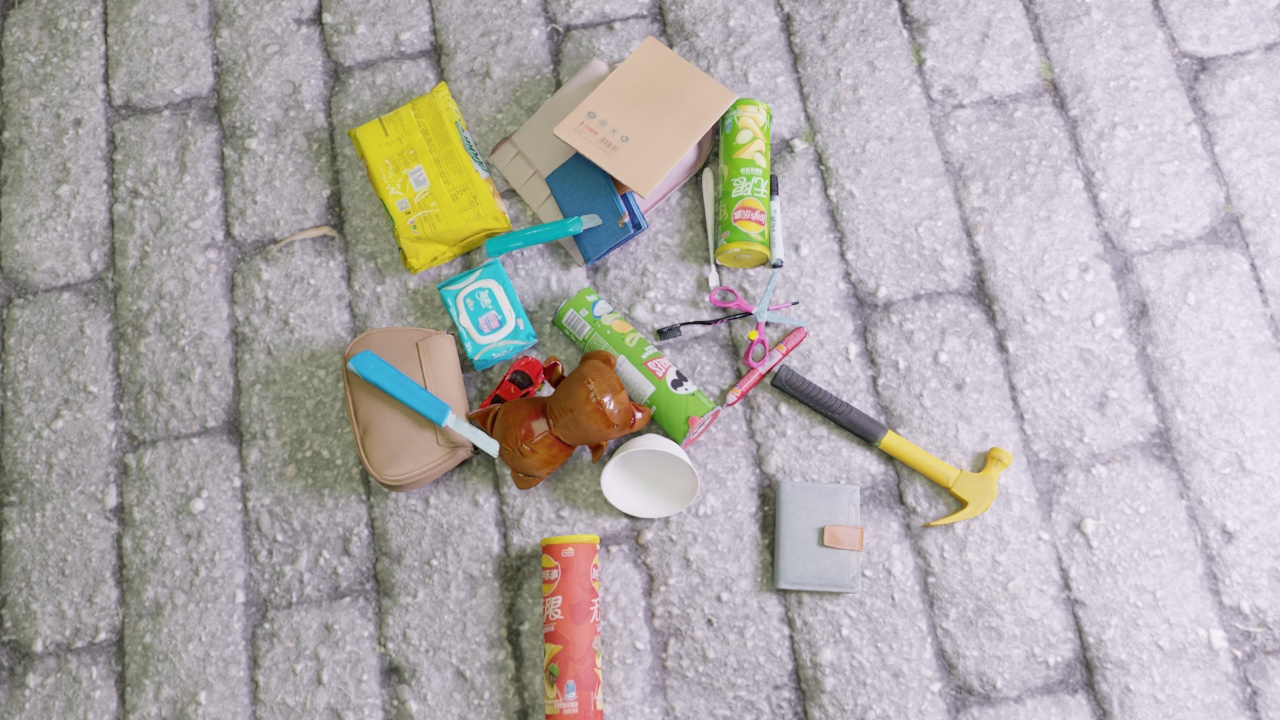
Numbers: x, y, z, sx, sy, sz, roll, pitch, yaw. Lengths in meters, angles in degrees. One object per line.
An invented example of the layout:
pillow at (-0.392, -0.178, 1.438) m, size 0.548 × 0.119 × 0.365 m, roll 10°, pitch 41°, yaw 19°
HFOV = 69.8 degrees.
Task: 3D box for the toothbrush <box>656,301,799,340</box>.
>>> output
toothbrush at (0.114, -0.053, 1.190) m, size 0.189 × 0.014 × 0.017 m, roll -12°, pitch 85°, yaw 1°

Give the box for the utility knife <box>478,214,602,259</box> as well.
utility knife at (-0.131, -0.161, 1.187) m, size 0.176 × 0.013 × 0.029 m, roll -12°, pitch 81°, yaw 16°

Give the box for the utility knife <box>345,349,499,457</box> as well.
utility knife at (-0.256, 0.052, 1.093) m, size 0.218 × 0.018 × 0.034 m, roll 32°, pitch 68°, yaw 11°

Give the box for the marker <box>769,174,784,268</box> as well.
marker at (0.176, -0.184, 1.217) m, size 0.023 × 0.018 × 0.130 m, roll -9°, pitch 73°, yaw 28°

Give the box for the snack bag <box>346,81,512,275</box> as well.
snack bag at (-0.289, -0.247, 1.244) m, size 0.158 × 0.068 × 0.246 m, roll -26°, pitch 76°, yaw -2°

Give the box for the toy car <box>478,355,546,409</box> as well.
toy car at (-0.164, 0.041, 1.180) m, size 0.049 × 0.031 × 0.106 m, roll 36°, pitch 79°, yaw 11°

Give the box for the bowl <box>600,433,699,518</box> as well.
bowl at (0.012, 0.128, 1.118) m, size 0.118 × 0.118 × 0.064 m, roll -1°, pitch 38°, yaw 4°

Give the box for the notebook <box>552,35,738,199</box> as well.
notebook at (0.009, -0.312, 1.165) m, size 0.148 × 0.008 × 0.207 m, roll 37°, pitch 67°, yaw 7°

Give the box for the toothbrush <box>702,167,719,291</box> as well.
toothbrush at (0.094, -0.175, 1.223) m, size 0.016 × 0.016 × 0.180 m, roll -2°, pitch 73°, yaw 2°

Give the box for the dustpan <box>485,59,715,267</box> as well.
dustpan at (-0.034, -0.288, 1.265) m, size 0.274 × 0.138 × 0.222 m, roll -43°, pitch 77°, yaw 22°

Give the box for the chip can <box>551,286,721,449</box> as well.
chip can at (-0.007, 0.007, 1.154) m, size 0.236 × 0.072 × 0.072 m, roll 43°, pitch 83°, yaw 13°

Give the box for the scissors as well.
scissors at (0.148, -0.057, 1.172) m, size 0.134 × 0.017 × 0.133 m, roll 18°, pitch 79°, yaw 10°

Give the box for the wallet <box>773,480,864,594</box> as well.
wallet at (0.215, 0.212, 1.103) m, size 0.106 × 0.037 × 0.129 m, roll 2°, pitch 76°, yaw 6°

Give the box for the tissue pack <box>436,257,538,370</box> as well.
tissue pack at (-0.200, -0.061, 1.198) m, size 0.093 × 0.050 × 0.133 m, roll -27°, pitch 75°, yaw -2°

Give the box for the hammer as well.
hammer at (0.296, 0.095, 1.128) m, size 0.301 × 0.033 × 0.128 m, roll 32°, pitch 79°, yaw 11°

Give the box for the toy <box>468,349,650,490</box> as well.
toy at (-0.099, 0.071, 1.114) m, size 0.200 × 0.130 × 0.140 m, roll -31°, pitch 91°, yaw 14°

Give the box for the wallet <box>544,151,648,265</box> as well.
wallet at (-0.058, -0.205, 1.186) m, size 0.107 × 0.040 × 0.133 m, roll -30°, pitch 84°, yaw 33°

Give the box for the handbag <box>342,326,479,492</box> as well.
handbag at (-0.290, 0.058, 1.155) m, size 0.147 × 0.100 × 0.204 m, roll -13°, pitch 75°, yaw -7°

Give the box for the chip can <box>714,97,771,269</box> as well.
chip can at (0.136, -0.234, 1.204) m, size 0.072 × 0.072 × 0.221 m, roll 1°, pitch 76°, yaw 5°

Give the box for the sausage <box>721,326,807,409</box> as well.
sausage at (0.158, 0.007, 1.168) m, size 0.155 × 0.020 × 0.020 m, roll -43°, pitch 77°, yaw -7°

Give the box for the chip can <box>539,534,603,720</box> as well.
chip can at (-0.082, 0.317, 1.083) m, size 0.073 × 0.073 × 0.216 m, roll -3°, pitch 77°, yaw 4°
